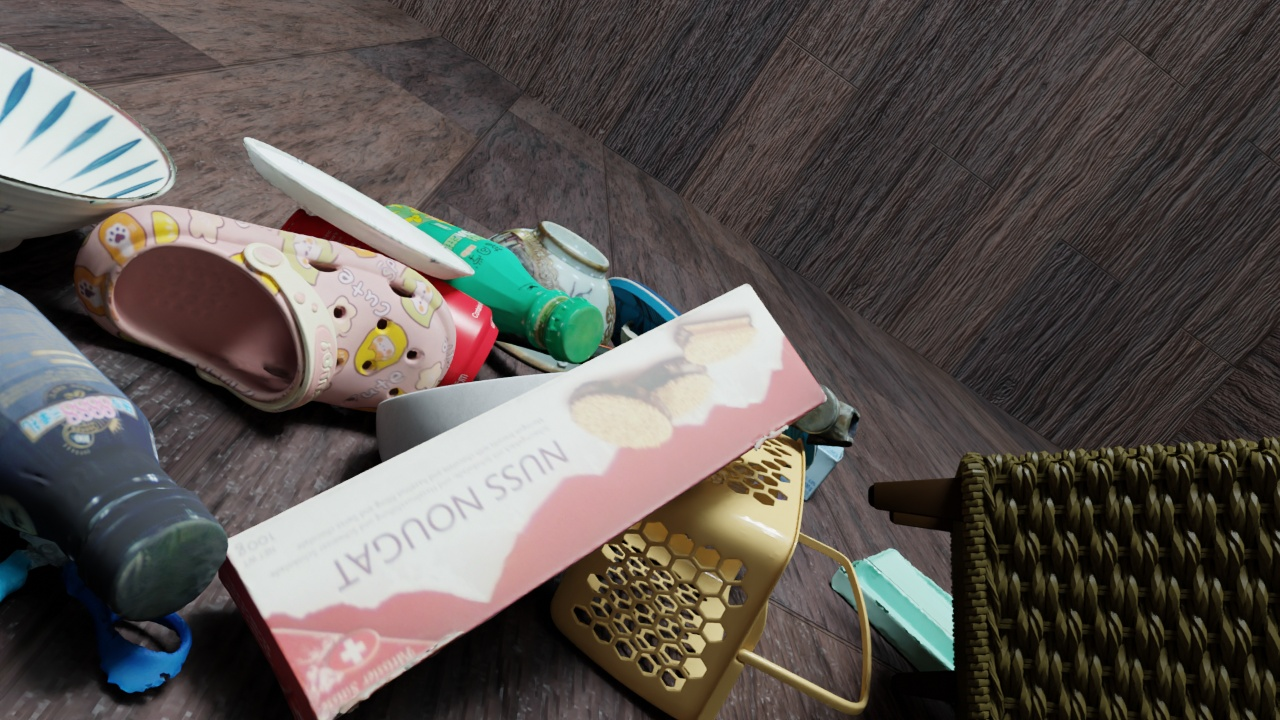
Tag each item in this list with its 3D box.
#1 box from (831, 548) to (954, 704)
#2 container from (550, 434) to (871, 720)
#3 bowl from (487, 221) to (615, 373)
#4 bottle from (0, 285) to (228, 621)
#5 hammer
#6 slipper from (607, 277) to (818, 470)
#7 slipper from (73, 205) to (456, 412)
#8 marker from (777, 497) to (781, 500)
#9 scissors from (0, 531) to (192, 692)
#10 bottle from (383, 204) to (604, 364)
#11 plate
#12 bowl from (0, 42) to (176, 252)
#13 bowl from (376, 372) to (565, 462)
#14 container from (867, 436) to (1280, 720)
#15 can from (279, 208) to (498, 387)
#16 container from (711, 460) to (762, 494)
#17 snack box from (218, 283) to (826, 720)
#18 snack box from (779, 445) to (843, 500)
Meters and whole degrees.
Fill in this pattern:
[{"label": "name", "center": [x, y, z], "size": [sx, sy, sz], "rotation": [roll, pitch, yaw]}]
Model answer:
[{"label": "box", "center": [0.254, 0.231, 0.760], "size": [0.186, 0.033, 0.136], "rotation": [44, 18, 29]}, {"label": "container", "center": [0.057, 0.113, 0.525], "size": [0.167, 0.129, 0.183], "rotation": [27, 15, 4]}, {"label": "bowl", "center": [-0.083, -0.067, 0.824], "size": [0.160, 0.094, 0.159], "rotation": [31, 16, -10]}, {"label": "bottle", "center": [-0.208, 0.028, 0.323], "size": [0.161, 0.056, 0.056], "rotation": [33, 14, 24]}, {"label": "hammer", "center": [-0.004, 0.004, 0.668], "size": [0.333, 0.033, 0.133], "rotation": [16, -4, 26]}, {"label": "slipper", "center": [0.038, 0.019, 0.822], "size": [0.060, 0.118, 0.295], "rotation": [-30, 40, -24]}, {"label": "slipper", "center": [-0.182, -0.016, 0.476], "size": [0.197, 0.093, 0.081], "rotation": [21, 22, -36]}, {"label": "marker", "center": [0.092, 0.128, 0.758], "size": [0.018, 0.015, 0.133], "rotation": [11, 5, 25]}, {"label": "scissors", "center": [-0.201, 0.073, 0.329], "size": [0.104, 0.015, 0.133], "rotation": [24, 14, -23]}, {"label": "bottle", "center": [-0.118, -0.054, 0.662], "size": [0.210, 0.068, 0.068], "rotation": [25, 9, 32]}, {"label": "plate", "center": [-0.175, -0.091, 0.573], "size": [0.157, 0.014, 0.157], "rotation": [32, 4, -3]}, {"label": "bowl", "center": [-0.333, -0.101, 0.451], "size": [0.177, 0.071, 0.177], "rotation": [31, 16, -11]}, {"label": "bowl", "center": [-0.071, 0.048, 0.489], "size": [0.131, 0.132, 0.064], "rotation": [3, 77, -62]}, {"label": "container", "center": [0.243, 0.145, 0.517], "size": [0.205, 0.176, 0.321], "rotation": [-1, -12, 17]}, {"label": "can", "center": [-0.166, -0.032, 0.583], "size": [0.142, 0.074, 0.074], "rotation": [31, 16, -14]}, {"label": "container", "center": [0.051, 0.084, 0.714], "size": [0.063, 0.061, 0.113], "rotation": [41, 17, 21]}, {"label": "snack box", "center": [-0.032, 0.047, 0.395], "size": [0.272, 0.044, 0.076], "rotation": [-26, 78, -34]}, {"label": "snack box", "center": [0.099, 0.047, 0.933], "size": [0.226, 0.060, 0.059], "rotation": [38, 20, 11]}]
